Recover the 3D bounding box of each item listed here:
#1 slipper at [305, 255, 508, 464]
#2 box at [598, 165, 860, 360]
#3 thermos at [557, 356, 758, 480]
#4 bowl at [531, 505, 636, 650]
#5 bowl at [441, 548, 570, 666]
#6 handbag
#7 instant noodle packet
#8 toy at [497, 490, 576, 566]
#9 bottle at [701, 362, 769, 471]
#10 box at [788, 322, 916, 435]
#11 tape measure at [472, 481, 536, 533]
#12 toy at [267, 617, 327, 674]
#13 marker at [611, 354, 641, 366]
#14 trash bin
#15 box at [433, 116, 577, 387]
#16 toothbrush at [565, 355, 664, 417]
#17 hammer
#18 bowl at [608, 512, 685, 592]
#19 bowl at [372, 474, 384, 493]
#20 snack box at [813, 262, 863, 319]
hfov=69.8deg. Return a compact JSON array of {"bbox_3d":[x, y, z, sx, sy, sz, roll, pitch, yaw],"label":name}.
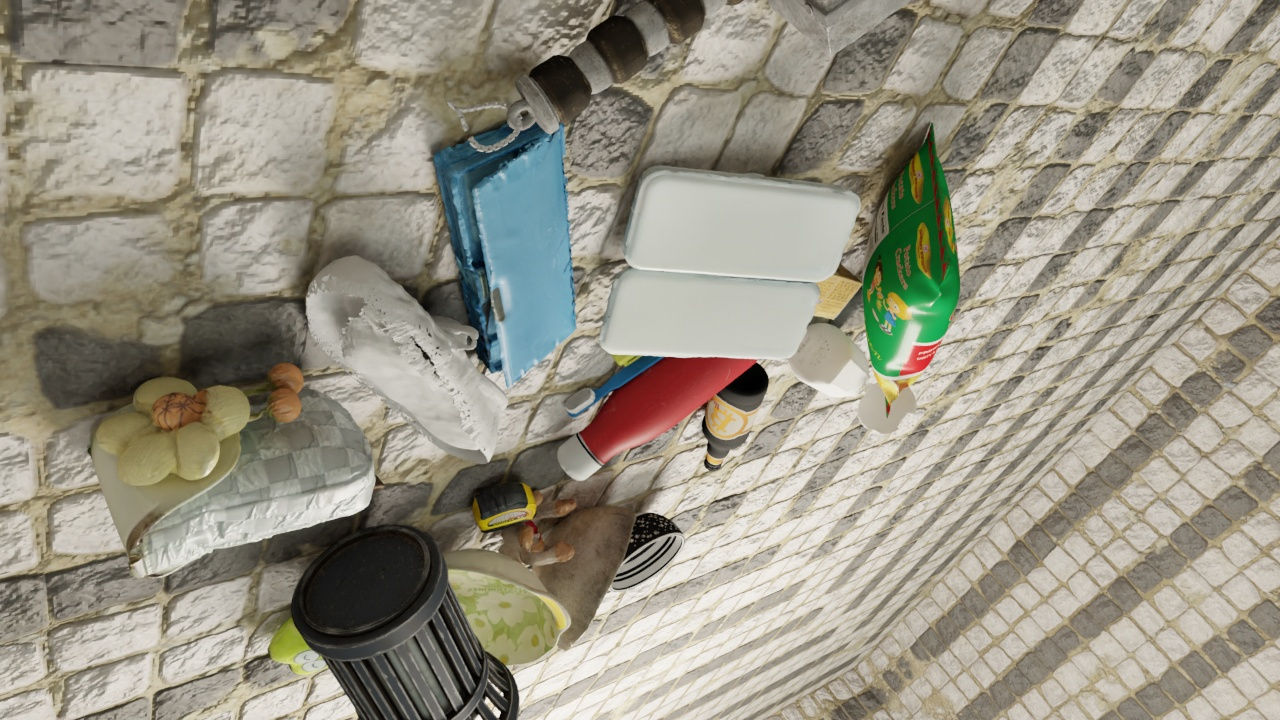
[{"bbox_3d":[-0.164,0.001,0.696,0.112,0.074,0.247,-2,151,16],"label":"slipper"},{"bbox_3d":[0.076,-0.077,0.807,0.208,0.037,0.189,4,122,-22],"label":"box"},{"bbox_3d":[0.015,0.038,0.941,0.240,0.073,0.073,-39,151,3],"label":"thermos"},{"bbox_3d":[-0.080,0.239,1.081,0.178,0.081,0.178,-58,-172,12],"label":"bowl"},{"bbox_3d":[-0.177,0.262,1.007,0.220,0.060,0.188,-11,130,18],"label":"bowl"},{"bbox_3d":[-0.273,0.063,0.631,0.171,0.112,0.124,-12,134,-38],"label":"handbag"},{"bbox_3d":[0.284,-0.088,0.972,0.090,0.195,0.253,5,145,4],"label":"instant noodle packet"},{"bbox_3d":[-0.122,0.205,1.026,0.074,0.085,0.106,19,130,-32],"label":"toy"},{"bbox_3d":[0.105,0.075,1.104,0.059,0.059,0.182,-22,147,-26],"label":"bottle"},{"bbox_3d":[0.254,0.022,1.103,0.080,0.150,0.106,-55,150,7],"label":"box"},{"bbox_3d":[-0.144,0.152,0.964,0.065,0.037,0.064,-18,153,-7],"label":"tape measure"},{"bbox_3d":[-0.319,0.273,0.940,0.115,0.046,0.092,-38,147,-17],"label":"toy"},{"bbox_3d":[0.026,-0.034,0.906,0.123,0.017,0.021,-34,106,-10],"label":"marker"},{"bbox_3d":[-0.227,0.283,0.889,0.164,0.164,0.228,-27,128,-18],"label":"trash bin"},{"bbox_3d":[-0.090,-0.073,0.694,0.093,0.052,0.232,-27,149,-20],"label":"box"},{"bbox_3d":[-0.005,0.005,0.913,0.167,0.016,0.014,-34,143,7],"label":"toothbrush"},{"bbox_3d":[0.029,-0.226,0.580,0.326,0.079,0.177,-35,151,-4],"label":"hammer"},{"bbox_3d":[-0.009,0.241,1.207,0.120,0.066,0.120,-27,149,-18],"label":"bowl"},{"bbox_3d":[-0.270,0.109,0.747,0.118,0.030,0.118,-20,174,-2],"label":"bowl"},{"bbox_3d":[0.143,-0.087,0.924,0.206,0.057,0.056,6,128,-49],"label":"snack box"}]
